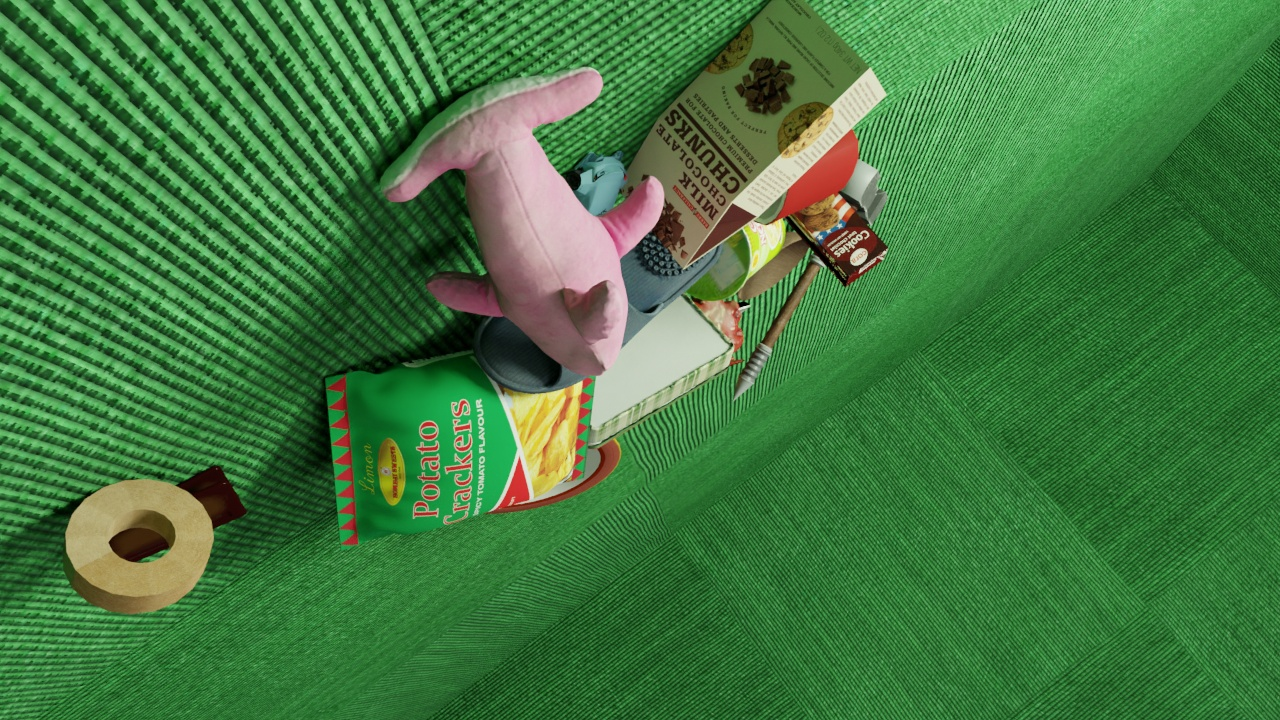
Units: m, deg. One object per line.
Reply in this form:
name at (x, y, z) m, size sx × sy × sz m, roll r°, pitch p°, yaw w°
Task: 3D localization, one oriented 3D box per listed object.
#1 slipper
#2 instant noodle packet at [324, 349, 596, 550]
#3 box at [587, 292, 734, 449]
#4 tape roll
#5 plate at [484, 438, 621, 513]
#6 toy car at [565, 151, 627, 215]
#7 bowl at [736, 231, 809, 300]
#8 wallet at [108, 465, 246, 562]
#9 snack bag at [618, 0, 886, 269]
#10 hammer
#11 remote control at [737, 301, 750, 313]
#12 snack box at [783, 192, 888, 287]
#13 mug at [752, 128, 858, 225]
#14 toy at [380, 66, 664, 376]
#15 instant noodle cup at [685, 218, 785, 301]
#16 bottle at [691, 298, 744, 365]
slipper at (-0.023, -0.063, 0.801) m, size 0.263 × 0.101 × 0.083 m, roll -36°, pitch -178°, yaw -21°
instant noodle packet at (-0.155, 0.069, 0.844) m, size 0.252 × 0.090 × 0.196 m, roll -13°, pitch 130°, yaw -28°
box at (-0.006, 0.006, 1.010) m, size 0.205 × 0.117 × 0.050 m, roll -31°, pitch 155°, yaw -26°
tape roll at (-0.361, 0.133, 0.661) m, size 0.093 × 0.094 × 0.027 m, roll -20°, pitch 156°, yaw -46°
plate at (-0.136, 0.122, 1.068) m, size 0.229 × 0.021 × 0.230 m, roll -11°, pitch 151°, yaw -7°
toy car at (-0.047, -0.120, 0.744) m, size 0.060 × 0.027 × 0.108 m, roll -18°, pitch 154°, yaw -49°
bowl at (0.160, -0.125, 1.153) m, size 0.117 × 0.030 × 0.118 m, roll -34°, pitch 163°, yaw -12°
wallet at (-0.387, 0.133, 0.746) m, size 0.115 × 0.018 × 0.092 m, roll -28°, pitch 162°, yaw -23°
snack bag at (0.080, -0.177, 0.733) m, size 0.207 × 0.094 × 0.069 m, roll -43°, pitch 163°, yaw 18°
hammer at (0.198, -0.089, 1.130) m, size 0.322 × 0.043 × 0.156 m, roll -60°, pitch 160°, yaw 6°
remote control at (0.110, -0.056, 1.213) m, size 0.028 × 0.011 × 0.124 m, roll -18°, pitch 173°, yaw -18°
snack box at (0.190, -0.148, 0.958) m, size 0.051 × 0.141 × 0.032 m, roll -36°, pitch 163°, yaw -6°
mug at (0.145, -0.195, 0.854) m, size 0.096 × 0.080 × 0.117 m, roll -28°, pitch 154°, yaw -29°
toy at (-0.057, -0.067, 0.634) m, size 0.186 × 0.127 × 0.266 m, roll -27°, pitch 141°, yaw -2°
instant noodle cup at (0.093, -0.122, 0.931) m, size 0.107 × 0.099 × 0.099 m, roll -30°, pitch 164°, yaw -49°
bottle at (0.083, -0.027, 1.134) m, size 0.098 × 0.099 × 0.111 m, roll -27°, pitch 169°, yaw -32°
